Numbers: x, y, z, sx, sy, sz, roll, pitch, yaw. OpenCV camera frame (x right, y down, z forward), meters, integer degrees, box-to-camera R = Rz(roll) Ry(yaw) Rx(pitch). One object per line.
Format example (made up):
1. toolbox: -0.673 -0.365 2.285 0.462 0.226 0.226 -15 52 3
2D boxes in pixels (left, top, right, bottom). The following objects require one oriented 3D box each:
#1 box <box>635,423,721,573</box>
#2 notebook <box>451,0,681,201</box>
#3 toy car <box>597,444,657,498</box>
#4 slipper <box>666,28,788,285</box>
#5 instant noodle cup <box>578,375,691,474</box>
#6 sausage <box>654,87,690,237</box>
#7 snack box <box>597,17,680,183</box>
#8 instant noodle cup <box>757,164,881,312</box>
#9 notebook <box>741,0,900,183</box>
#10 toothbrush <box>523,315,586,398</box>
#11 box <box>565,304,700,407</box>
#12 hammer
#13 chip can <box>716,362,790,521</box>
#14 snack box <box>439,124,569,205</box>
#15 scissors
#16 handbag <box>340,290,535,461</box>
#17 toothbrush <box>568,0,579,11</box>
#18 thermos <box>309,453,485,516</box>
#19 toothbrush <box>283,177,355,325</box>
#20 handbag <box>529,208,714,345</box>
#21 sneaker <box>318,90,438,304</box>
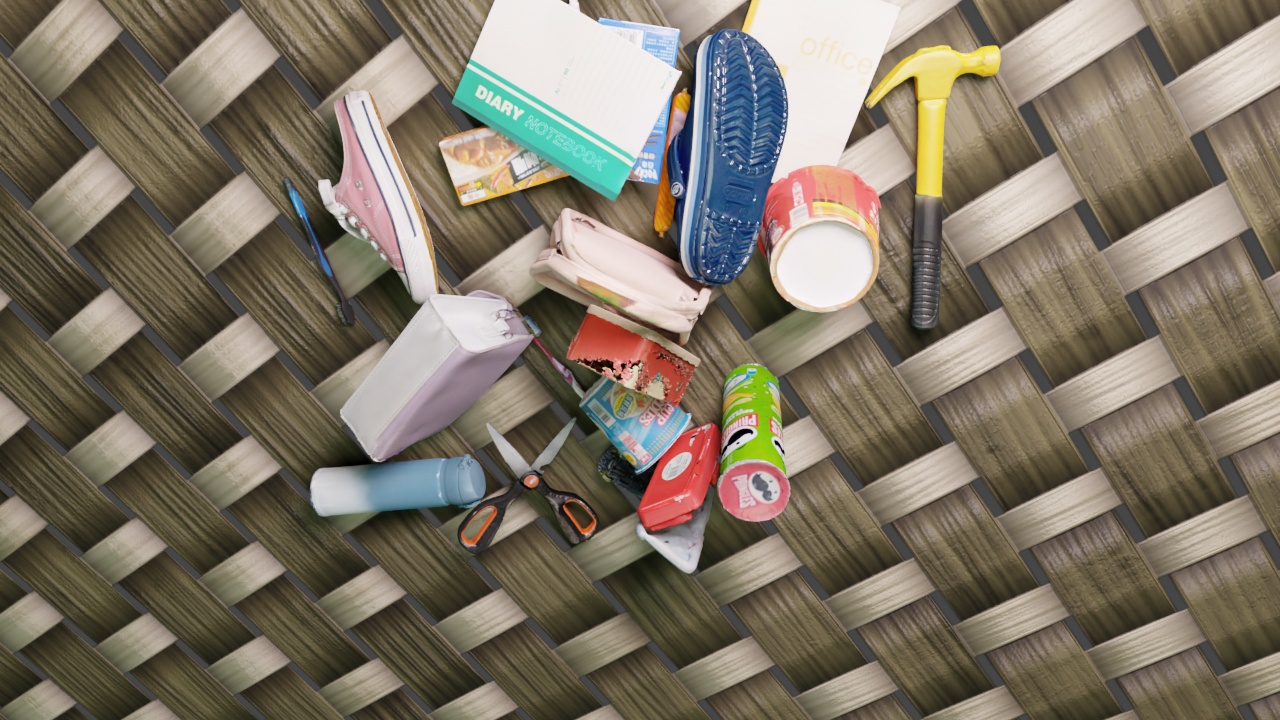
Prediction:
1. box: 0.058 0.162 1.067 0.095 0.201 0.100 -24 103 19
2. notebook: -0.081 -0.281 0.947 0.209 0.012 0.151 32 112 7
3. toy car: -0.002 0.144 1.161 0.105 0.031 0.049 30 115 -6
4. slipper: 0.081 -0.206 0.949 0.105 0.095 0.253 -3 104 -38
5. instant noodle cup: -0.012 0.064 1.096 0.110 0.099 0.099 43 112 -5
6. sausage: 0.035 -0.213 0.997 0.021 0.021 0.165 10 116 2
7. snack box: -0.011 -0.269 0.959 0.084 0.026 0.157 8 106 0
8. instant noodle cup: 0.188 -0.122 0.965 0.138 0.108 0.138 3 122 5
9. notebook: 0.162 -0.285 0.954 0.146 0.010 0.207 18 116 -2
10. toothbrush: -0.085 0.018 1.122 0.017 0.016 0.187 -37 105 10
11. box: -0.006 0.006 0.976 0.091 0.168 0.077 25 90 22
12. hammer: 0.306 -0.177 0.976 0.129 0.032 0.301 -3 114 8
13. chip can: 0.122 0.082 1.005 0.072 0.235 0.072 2 114 5
14. snack box: -0.137 -0.227 1.008 0.154 0.026 0.075 -14 113 12
15. scissors: -0.136 0.169 1.161 0.221 0.021 0.233 37 102 -28
16. handbag: -0.235 0.013 1.067 0.197 0.144 0.098 -44 73 24
17. toothbrush: -0.063 -0.314 0.962 0.029 0.020 0.190 -5 115 5
18. thermos: -0.312 0.164 1.188 0.220 0.070 0.070 -5 114 9
19. toothbrush: -0.383 -0.127 1.091 0.016 0.014 0.189 -3 116 34
20. handbag: -0.016 -0.078 0.947 0.193 0.234 0.093 25 97 -8
21. sneaker: -0.293 -0.169 1.011 0.088 0.118 0.241 -20 106 -4
